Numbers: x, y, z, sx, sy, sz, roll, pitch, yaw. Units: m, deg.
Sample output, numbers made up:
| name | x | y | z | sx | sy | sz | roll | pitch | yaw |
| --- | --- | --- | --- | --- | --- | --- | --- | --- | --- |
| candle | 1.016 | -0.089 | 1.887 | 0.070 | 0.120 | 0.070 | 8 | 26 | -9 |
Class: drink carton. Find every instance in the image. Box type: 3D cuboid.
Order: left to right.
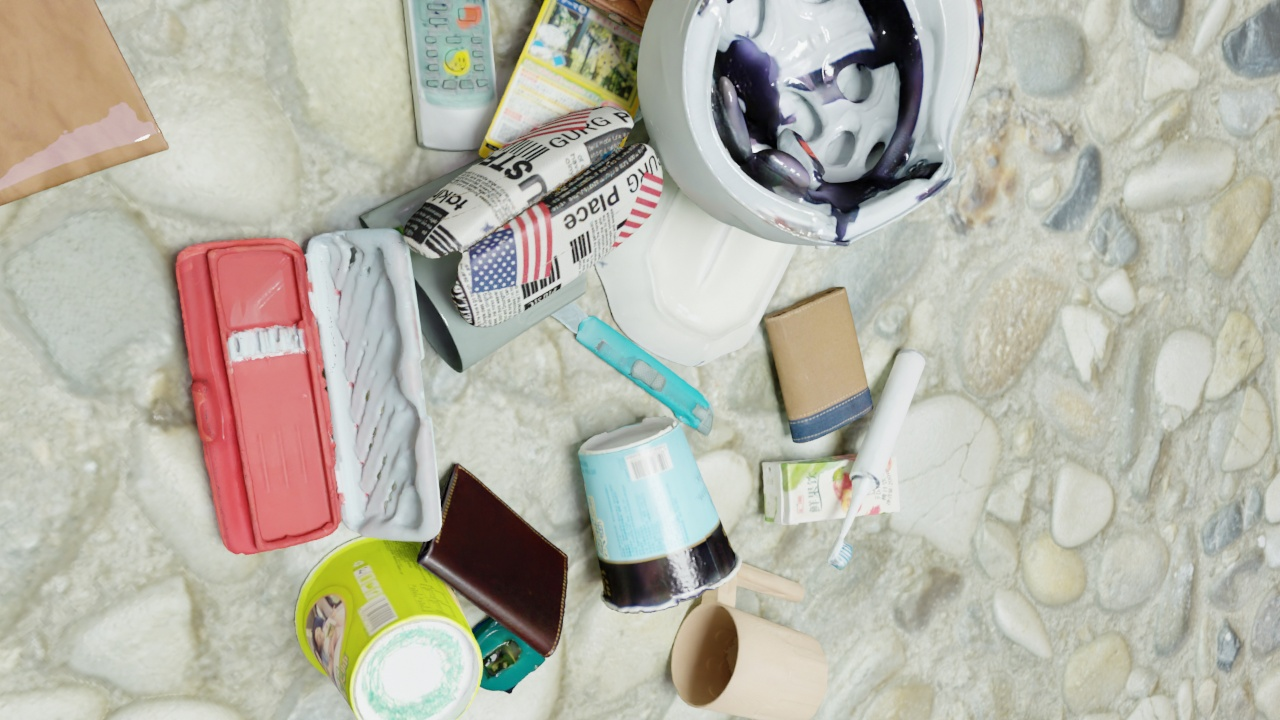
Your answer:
| name | x | y | z | sx | sy | sz | roll | pitch | yaw |
| --- | --- | --- | --- | --- | --- | --- | --- | --- | --- |
| drink carton | 0.163 | 0.110 | 0.794 | 0.122 | 0.046 | 0.053 | -1 | 87 | -28 |

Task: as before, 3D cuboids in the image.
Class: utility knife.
| name | x | y | z | sx | sy | sz | roll | pitch | yaw |
| --- | --- | --- | --- | --- | --- | --- | --- | --- | --- |
| utility knife | -0.004 | 0.004 | 0.711 | 0.185 | 0.013 | 0.029 | 36 | 82 | -27 |

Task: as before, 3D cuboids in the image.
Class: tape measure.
| name | x | y | z | sx | sy | sz | roll | pitch | yaw |
| --- | --- | --- | --- | --- | --- | --- | --- | --- | --- |
| tape measure | -0.104 | 0.220 | 0.688 | 0.054 | 0.025 | 0.058 | -39 | 112 | -18 |

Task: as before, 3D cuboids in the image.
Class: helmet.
| name | x | y | z | sx | sy | sz | roll | pitch | yaw |
| --- | --- | --- | --- | --- | --- | --- | --- | --- | --- |
| helmet | 0.101 | -0.194 | 0.620 | 0.258 | 0.146 | 0.229 | -47 | 116 | -24 |

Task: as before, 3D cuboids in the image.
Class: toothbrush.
| name | x | y | z | sx | sy | sz | roll | pitch | yaw |
| --- | --- | --- | --- | --- | --- | --- | --- | --- | --- |
| toothbrush | 0.198 | 0.079 | 0.776 | 0.026 | 0.027 | 0.220 | 31 | 59 | -1 |

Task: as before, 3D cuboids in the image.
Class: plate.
| name | x | y | z | sx | sy | sz | roll | pitch | yaw |
| --- | --- | --- | --- | --- | --- | --- | --- | --- | --- |
| plate | 0.072 | -0.124 | 0.718 | 0.162 | 0.034 | 0.265 | 30 | 84 | -27 |

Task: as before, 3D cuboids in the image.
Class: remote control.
| name | x | y | z | sx | sy | sz | roll | pitch | yaw |
| --- | --- | --- | --- | --- | --- | --- | --- | --- | --- |
| remote control | -0.126 | -0.209 | 0.612 | 0.056 | 0.019 | 0.135 | -8 | 102 | -26 |

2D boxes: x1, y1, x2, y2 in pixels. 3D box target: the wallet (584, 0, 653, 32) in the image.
| name | x | y | z | sx | sy | sz | roll | pitch | yaw |
| --- | --- | --- | --- | --- | --- | --- | --- | --- | --- |
| wallet | -0.039 | -0.284 | 0.612 | 0.130 | 0.035 | 0.118 | 26 | 65 | -14 |

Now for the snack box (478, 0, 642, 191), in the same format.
| name | x | y | z | sx | sy | sz | roll | pitch | yaw |
| --- | --- | --- | --- | --- | --- | --- | --- | --- | --- |
| snack box | -0.044 | -0.185 | 0.627 | 0.087 | 0.034 | 0.140 | 23 | 77 | -14 |

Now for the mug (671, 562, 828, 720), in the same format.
| name | x | y | z | sx | sy | sz | roll | pitch | yaw |
| --- | --- | --- | --- | --- | --- | --- | --- | --- | --- |
| mug | 0.094 | 0.235 | 0.768 | 0.103 | 0.084 | 0.124 | 25 | 60 | -29 |

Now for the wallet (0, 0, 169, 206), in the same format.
| name | x | y | z | sx | sy | sz | roll | pitch | yaw |
| --- | --- | --- | --- | --- | --- | --- | --- | --- | --- |
| wallet | -0.341 | -0.156 | 0.513 | 0.101 | 0.020 | 0.115 | -26 | 106 | -21 |

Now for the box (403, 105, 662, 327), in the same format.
| name | x | y | z | sx | sy | sz | roll | pitch | yaw |
| --- | --- | --- | --- | --- | --- | --- | --- | --- | --- |
| box | -0.061 | -0.090 | 0.570 | 0.161 | 0.075 | 0.086 | -37 | 125 | -23 |

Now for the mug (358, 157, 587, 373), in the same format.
| name | x | y | z | sx | sy | sz | roll | pitch | yaw |
| --- | --- | --- | --- | --- | --- | --- | --- | --- | --- |
| mug | -0.111 | -0.069 | 0.616 | 0.103 | 0.084 | 0.124 | -33 | 86 | -20 |

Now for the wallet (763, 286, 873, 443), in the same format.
| name | x | y | z | sx | sy | sz | roll | pitch | yaw |
| --- | --- | --- | --- | --- | --- | --- | --- | --- | --- |
| wallet | 0.152 | 0.004 | 0.781 | 0.090 | 0.033 | 0.115 | -23 | 107 | -25 |

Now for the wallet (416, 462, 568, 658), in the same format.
| name | x | y | z | sx | sy | sz | roll | pitch | yaw |
| --- | --- | --- | --- | --- | --- | --- | --- | --- | --- |
| wallet | -0.098 | 0.139 | 0.647 | 0.020 | 0.096 | 0.122 | -33 | 117 | 22 |

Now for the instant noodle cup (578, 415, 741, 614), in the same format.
| name | x | y | z | sx | sy | sz | roll | pitch | yaw |
| --- | --- | --- | --- | --- | --- | --- | --- | --- | --- |
| instant noodle cup | 0.006 | 0.110 | 0.690 | 0.111 | 0.111 | 0.120 | -20 | 98 | -23 |

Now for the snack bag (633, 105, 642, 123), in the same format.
| name | x | y | z | sx | sy | sz | roll | pitch | yaw |
| --- | --- | --- | --- | --- | --- | --- | --- | --- | --- |
| snack bag | -0.018 | -0.183 | 0.667 | 0.105 | 0.026 | 0.045 | -37 | 98 | -18 |

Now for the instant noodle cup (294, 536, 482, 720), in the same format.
| name | x | y | z | sx | sy | sz | roll | pitch | yaw |
| --- | --- | --- | --- | --- | --- | --- | --- | --- | --- |
| instant noodle cup | -0.159 | 0.184 | 0.598 | 0.111 | 0.123 | 0.112 | -4 | 100 | -27 |

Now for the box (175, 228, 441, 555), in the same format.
| name | x | y | z | sx | sy | sz | roll | pitch | yaw |
| --- | --- | --- | --- | --- | --- | --- | --- | --- | --- |
| box | -0.205 | 0.021 | 0.583 | 0.157 | 0.069 | 0.201 | -5 | 100 | -1 |
